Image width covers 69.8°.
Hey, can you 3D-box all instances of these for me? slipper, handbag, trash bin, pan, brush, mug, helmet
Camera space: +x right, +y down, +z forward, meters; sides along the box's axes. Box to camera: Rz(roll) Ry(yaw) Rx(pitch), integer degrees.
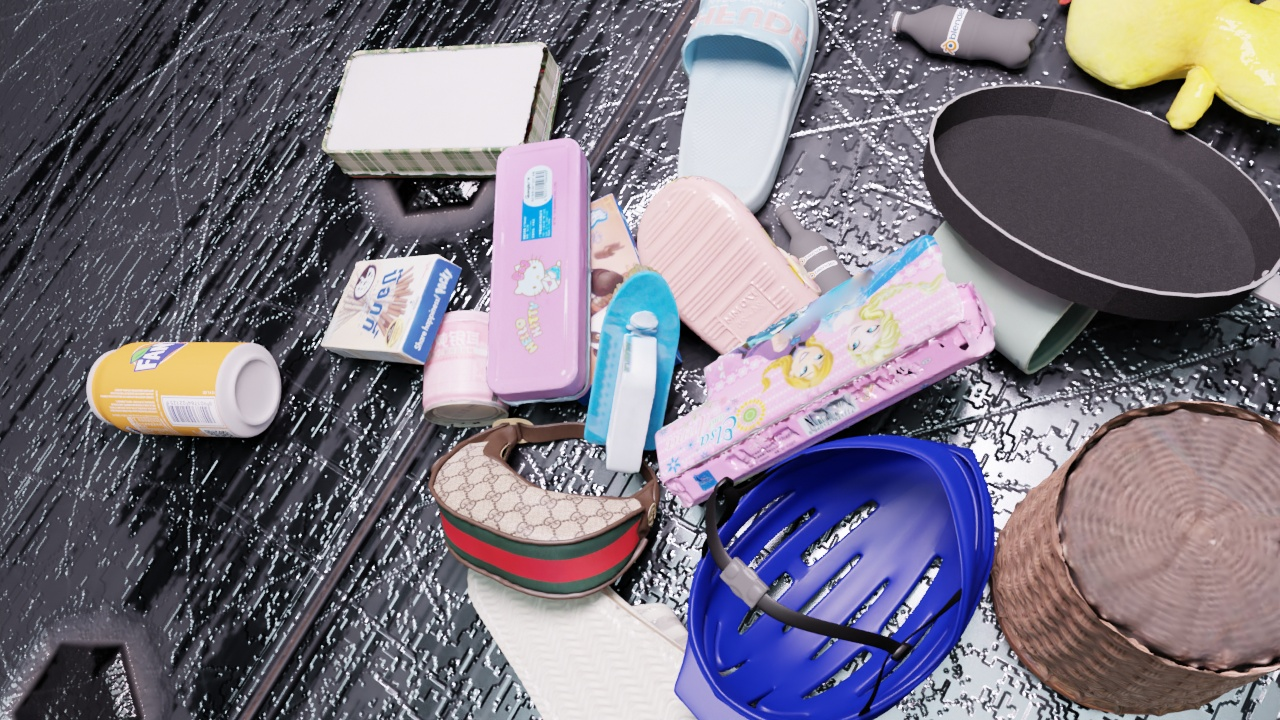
[{"bbox_3d":[0.081,-0.229,0.737,0.104,0.074,0.245,7,75,17],"label":"slipper"},{"bbox_3d":[-0.069,0.093,0.656,0.167,0.063,0.138,16,36,29],"label":"handbag"},{"bbox_3d":[0.275,0.112,0.486,0.151,0.210,0.151,-5,71,14],"label":"trash bin"},{"bbox_3d":[0.339,-0.070,0.569,0.224,0.034,0.356,-29,58,-32],"label":"pan"},{"bbox_3d":[0.082,-0.050,0.674,0.093,0.081,0.197,-42,88,27],"label":"slipper"},{"bbox_3d":[-0.023,0.208,0.624,0.273,0.054,0.114,37,83,33],"label":"slipper"},{"bbox_3d":[-0.004,0.004,0.639,0.055,0.075,0.136,7,114,-6],"label":"brush"},{"bbox_3d":[0.262,-0.061,0.630,0.111,0.084,0.104,-27,57,-26],"label":"mug"},{"bbox_3d":[0.113,0.113,0.522,0.241,0.228,0.148,-43,61,-8],"label":"helmet"}]

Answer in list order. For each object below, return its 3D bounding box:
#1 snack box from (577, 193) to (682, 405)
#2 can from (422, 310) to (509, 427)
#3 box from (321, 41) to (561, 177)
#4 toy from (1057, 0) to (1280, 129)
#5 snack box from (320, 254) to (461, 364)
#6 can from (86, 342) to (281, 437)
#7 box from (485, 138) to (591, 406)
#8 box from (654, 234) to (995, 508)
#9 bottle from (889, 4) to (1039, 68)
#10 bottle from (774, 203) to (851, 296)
[{"bbox_3d":[-0.034,-0.050,0.728,0.087,0.034,0.151,-24,66,7],"label":"snack box"},{"bbox_3d":[-0.136,0.007,0.719,0.067,0.067,0.076,-8,70,13],"label":"can"},{"bbox_3d":[-0.176,-0.223,0.823,0.206,0.050,0.117,2,69,16],"label":"box"},{"bbox_3d":[0.390,-0.239,0.643,0.134,0.092,0.207,-44,68,1],"label":"toy"},{"bbox_3d":[-0.204,-0.041,0.739,0.150,0.026,0.081,5,70,49],"label":"snack box"},{"bbox_3d":[-0.385,0.024,0.777,0.143,0.079,0.079,0,71,16],"label":"can"},{"bbox_3d":[-0.076,-0.070,0.707,0.076,0.036,0.214,-6,69,13],"label":"box"},{"bbox_3d":[0.105,0.007,0.593,0.231,0.084,0.077,-32,97,25],"label":"box"},{"bbox_3d":[0.251,-0.256,0.717,0.110,0.036,0.036,20,77,21],"label":"bottle"},{"bbox_3d":[0.133,-0.073,0.690,0.030,0.030,0.113,-29,66,4],"label":"bottle"}]
